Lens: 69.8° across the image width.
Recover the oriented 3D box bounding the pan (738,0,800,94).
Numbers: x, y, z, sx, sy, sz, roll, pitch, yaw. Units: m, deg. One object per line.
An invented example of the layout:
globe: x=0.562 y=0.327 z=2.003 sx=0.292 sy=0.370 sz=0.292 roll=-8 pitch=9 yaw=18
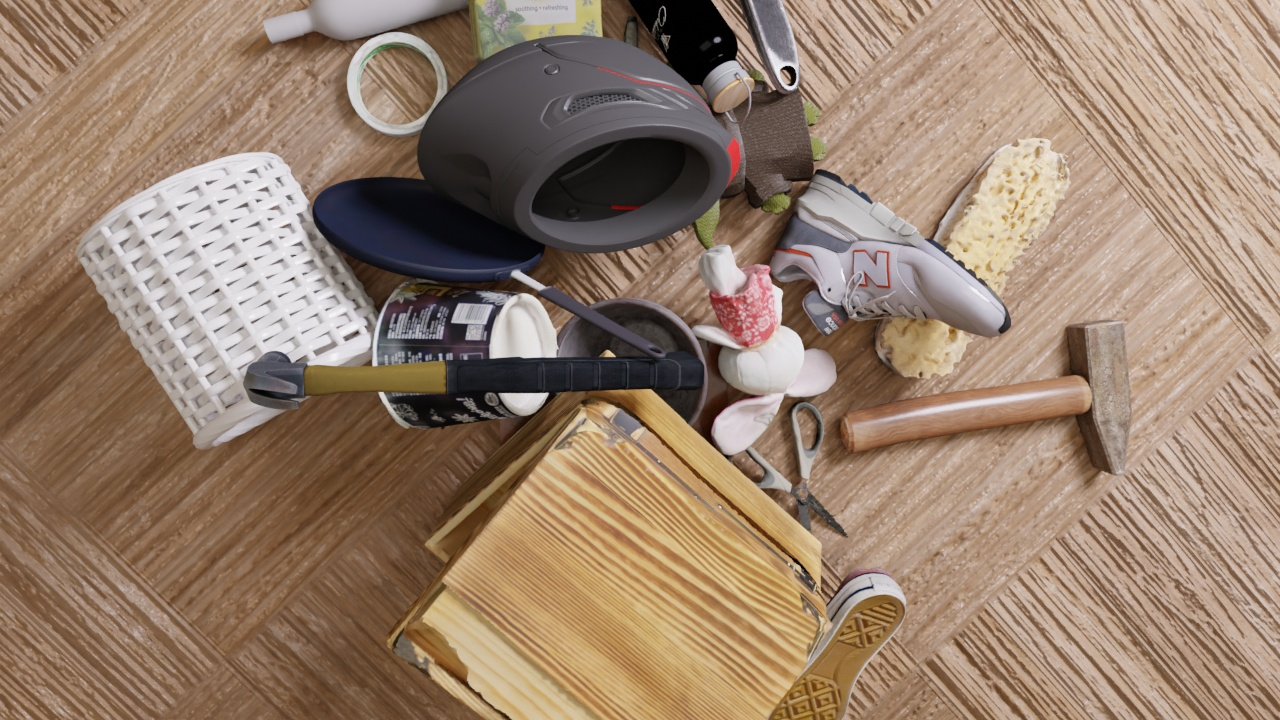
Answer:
pan: x=0.078 y=-0.410 z=0.842 sx=0.187 sy=0.055 sz=0.357 roll=-16 pitch=91 yaw=-20

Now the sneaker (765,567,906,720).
sneaker: x=0.177 y=0.290 z=0.917 sx=0.118 sy=0.087 sz=0.241 roll=18 pitch=114 yaw=-18

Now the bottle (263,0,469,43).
bottle: x=-0.247 y=-0.330 z=0.846 sx=0.195 sy=0.052 sz=0.052 roll=-17 pitch=96 yaw=-4

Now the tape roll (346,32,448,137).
tape roll: x=-0.230 y=-0.261 z=0.870 sx=0.094 sy=0.018 sz=0.094 roll=0 pitch=94 yaw=-5

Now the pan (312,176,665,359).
pan: x=-0.122 y=-0.079 z=0.769 sx=0.357 sy=0.198 sz=0.021 roll=30 pitch=121 yaw=27

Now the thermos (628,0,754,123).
thermos: x=0.036 y=-0.312 z=0.832 sx=0.061 sy=0.061 sz=0.231 roll=-30 pitch=77 yaw=-3

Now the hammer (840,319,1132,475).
hammer: x=0.351 y=0.057 z=0.938 sx=0.300 sy=0.037 sz=0.158 roll=-8 pitch=95 yaw=-4

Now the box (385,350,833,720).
box: x=-0.012 y=0.189 z=0.752 sx=0.279 sy=0.263 sz=0.270 roll=43 pitch=116 yaw=-10

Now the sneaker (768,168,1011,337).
sneaker: x=0.216 y=-0.069 z=0.861 sx=0.124 sy=0.088 sz=0.240 roll=-48 pitch=60 yaw=8

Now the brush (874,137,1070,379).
brush: x=0.327 y=-0.100 z=0.913 sx=0.083 sy=0.056 sz=0.271 roll=34 pitch=90 yaw=-4

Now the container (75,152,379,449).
container: x=-0.342 y=-0.051 z=0.791 sx=0.189 sy=0.189 sz=0.187 roll=-31 pitch=95 yaw=-2

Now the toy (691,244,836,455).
toy: x=0.106 y=-0.016 z=0.866 sx=0.158 sy=0.084 sz=0.194 roll=-37 pitch=117 yaw=-18

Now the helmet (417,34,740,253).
helmet: x=-0.061 y=-0.196 z=0.799 sx=0.264 sy=0.164 sz=0.169 roll=-14 pitch=55 yaw=-6

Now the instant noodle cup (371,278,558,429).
instant noodle cup: x=-0.144 y=-0.004 z=0.792 sx=0.112 sy=0.137 sz=0.137 roll=0 pitch=95 yaw=25

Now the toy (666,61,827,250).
toy: x=0.099 y=-0.204 z=0.874 sx=0.153 sy=0.078 sz=0.179 roll=-12 pitch=91 yaw=3

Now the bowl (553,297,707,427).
bowl: x=-0.005 y=0.005 z=0.848 sx=0.145 sy=0.067 sz=0.145 roll=4 pitch=110 yaw=12

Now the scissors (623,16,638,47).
scissors: x=-0.031 y=-0.243 z=0.891 sx=0.195 sy=0.015 sz=0.179 roll=31 pitch=91 yaw=-8

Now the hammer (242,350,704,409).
hammer: x=-0.116 y=0.012 z=0.679 sx=0.332 sy=0.118 sz=0.025 roll=-1 pitch=100 yaw=-13

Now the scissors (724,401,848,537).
scissors: x=0.154 y=0.119 z=0.931 sx=0.168 sy=0.012 sz=0.157 roll=16 pitch=88 yaw=-18

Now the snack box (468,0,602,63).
snack box: x=-0.097 y=-0.356 z=0.821 sx=0.121 sy=0.045 sz=0.181 roll=-8 pitch=106 yaw=-19

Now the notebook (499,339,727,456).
notebook: x=-0.026 y=0.056 z=0.910 sx=0.225 sy=0.024 sz=0.167 roll=-3 pitch=95 yaw=-5
